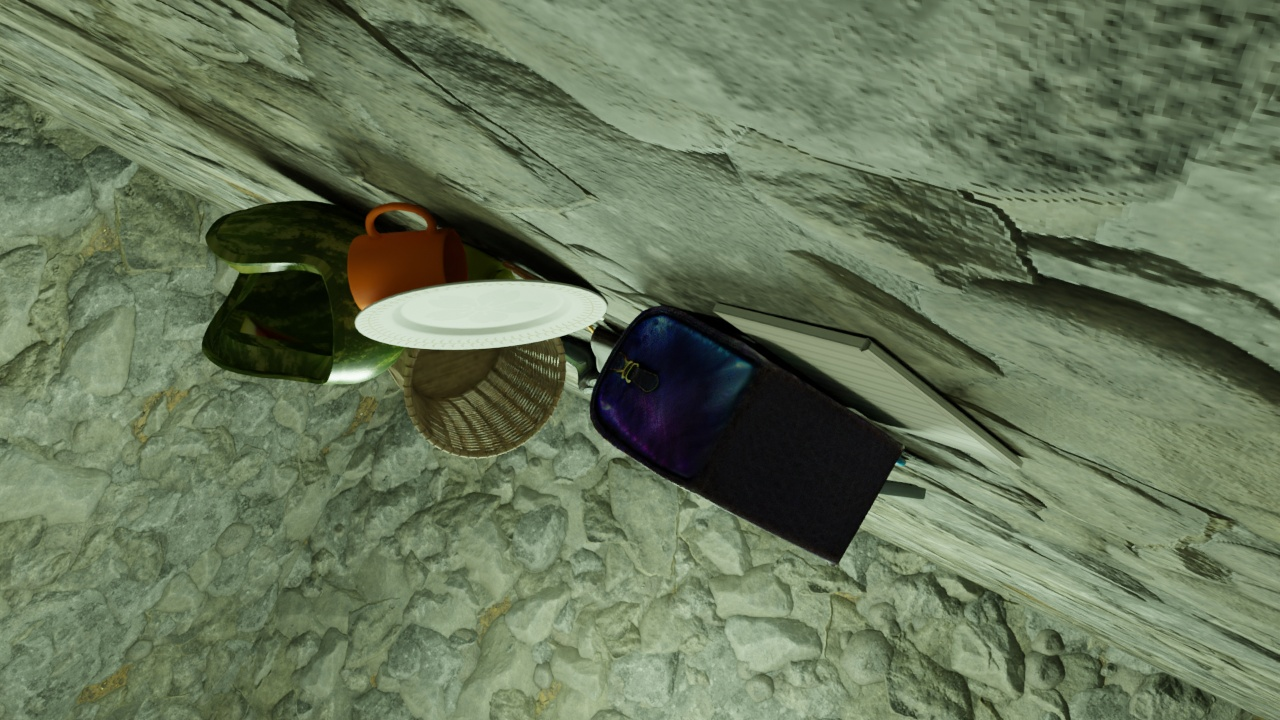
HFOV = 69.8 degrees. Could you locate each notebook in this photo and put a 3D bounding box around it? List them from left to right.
[{"bbox_3d":[0.165,0.019,0.660,0.209,0.009,0.143,31,173,-37],"label":"notebook"}]

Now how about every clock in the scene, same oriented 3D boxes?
[{"bbox_3d":[-0.171,-0.083,0.992,0.119,0.057,0.083,26,173,5],"label":"clock"}]

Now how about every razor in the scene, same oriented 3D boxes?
[{"bbox_3d":[-0.094,0.003,1.375,0.151,0.067,0.054,32,176,44],"label":"razor"}]

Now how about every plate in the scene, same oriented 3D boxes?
[{"bbox_3d":[-0.154,-0.048,0.901,0.242,0.016,0.243,-6,168,-1],"label":"plate"}]

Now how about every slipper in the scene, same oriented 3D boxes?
[{"bbox_3d":[0.152,0.099,0.936,0.269,0.054,0.098,7,171,7],"label":"slipper"}]

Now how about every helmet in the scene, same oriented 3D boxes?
[{"bbox_3d":[-0.397,-0.084,1.142,0.247,0.214,0.242,18,-147,-4],"label":"helmet"}]

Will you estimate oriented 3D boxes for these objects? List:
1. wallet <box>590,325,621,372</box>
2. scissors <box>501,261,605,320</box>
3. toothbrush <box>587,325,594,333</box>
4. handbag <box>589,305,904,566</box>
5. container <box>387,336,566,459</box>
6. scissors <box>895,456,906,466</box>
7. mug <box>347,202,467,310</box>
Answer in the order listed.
[{"bbox_3d":[-0.006,0.006,1.080,0.099,0.031,0.120,24,159,13],"label":"wallet"},{"bbox_3d":[-0.090,-0.072,0.949,0.128,0.013,0.064,29,173,-33],"label":"scissors"},{"bbox_3d":[-0.048,-0.024,1.119,0.031,0.031,0.197,9,165,17],"label":"toothbrush"},{"bbox_3d":[0.080,0.057,0.779,0.204,0.125,0.222,30,180,-28],"label":"handbag"},{"bbox_3d":[-0.248,-0.002,1.292,0.226,0.227,0.196,30,180,-34],"label":"container"},{"bbox_3d":[0.222,0.081,0.945,0.137,0.011,0.134,28,171,-29],"label":"scissors"},{"bbox_3d":[-0.232,-0.103,0.904,0.096,0.077,0.113,-3,126,7],"label":"mug"}]
